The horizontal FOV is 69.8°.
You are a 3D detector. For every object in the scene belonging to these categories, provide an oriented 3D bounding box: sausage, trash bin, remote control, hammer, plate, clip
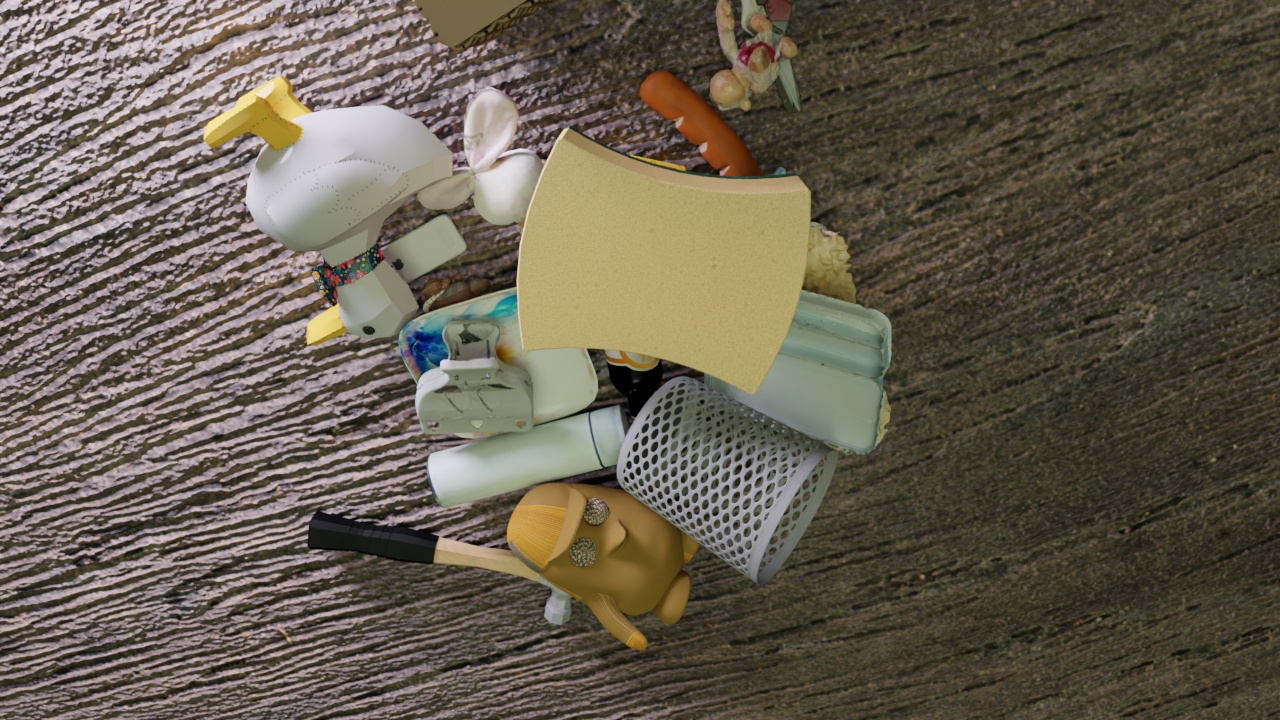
[{"bbox_3d":[0.066,-0.225,0.919,0.044,0.039,0.164,-40,107,20],"label":"sausage"},{"bbox_3d":[0.087,0.118,0.966,0.183,0.156,0.157,30,112,23],"label":"trash bin"},{"bbox_3d":[-0.257,-0.104,0.979,0.147,0.008,0.045,-27,110,10],"label":"remote control"},{"bbox_3d":[-0.229,0.230,1.101,0.328,0.039,0.131,10,110,-5],"label":"hammer"},{"bbox_3d":[-0.151,0.002,0.995,0.187,0.016,0.187,-16,130,5],"label":"plate"},{"bbox_3d":[-0.175,0.027,0.968,0.124,0.074,0.144,-4,135,-8],"label":"clip"}]

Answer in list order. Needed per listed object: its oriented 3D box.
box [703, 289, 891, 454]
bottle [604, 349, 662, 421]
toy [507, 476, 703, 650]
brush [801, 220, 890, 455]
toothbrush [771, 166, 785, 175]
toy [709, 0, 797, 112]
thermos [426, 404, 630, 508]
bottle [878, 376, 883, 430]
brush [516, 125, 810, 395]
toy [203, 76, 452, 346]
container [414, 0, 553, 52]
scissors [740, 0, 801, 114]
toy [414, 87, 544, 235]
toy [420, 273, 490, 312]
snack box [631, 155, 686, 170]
[{"bbox_3d":[0.155,-0.002,0.952,0.210,0.061,0.193,17,138,30],"label":"box"},{"bbox_3d":[-0.006,0.006,1.001,0.059,0.059,0.182,-9,112,2],"label":"bottle"},{"bbox_3d":[-0.045,0.201,1.020,0.203,0.198,0.163,21,154,-11],"label":"toy"},{"bbox_3d":[0.205,-0.022,0.994,0.083,0.056,0.271,-18,112,3],"label":"brush"},{"bbox_3d":[0.104,-0.138,0.968,0.022,0.016,0.155,42,108,18],"label":"toothbrush"},{"bbox_3d":[0.093,-0.284,0.880,0.085,0.074,0.106,52,145,15],"label":"toy"},{"bbox_3d":[-0.122,0.109,1.037,0.230,0.067,0.068,-14,112,5],"label":"thermos"},{"bbox_3d":[0.234,0.041,0.968,0.040,0.040,0.130,-3,113,0],"label":"bottle"},{"bbox_3d":[0.018,-0.090,0.837,0.250,0.075,0.195,11,112,-3],"label":"brush"},{"bbox_3d":[-0.289,-0.145,0.895,0.247,0.140,0.267,-29,118,14],"label":"toy"},{"bbox_3d":[-0.097,-0.417,0.743,0.252,0.213,0.219,-29,110,10],"label":"container"},{"bbox_3d":[0.125,-0.340,0.887,0.188,0.015,0.146,33,107,-15],"label":"scissors"},{"bbox_3d":[-0.114,-0.165,0.920,0.194,0.084,0.160,29,128,-16],"label":"toy"},{"bbox_3d":[-0.188,-0.066,0.977,0.101,0.042,0.054,-10,74,-7],"label":"toy"},{"bbox_3d":[0.009,-0.150,0.912,0.061,0.105,0.084,12,111,-5],"label":"snack box"}]
